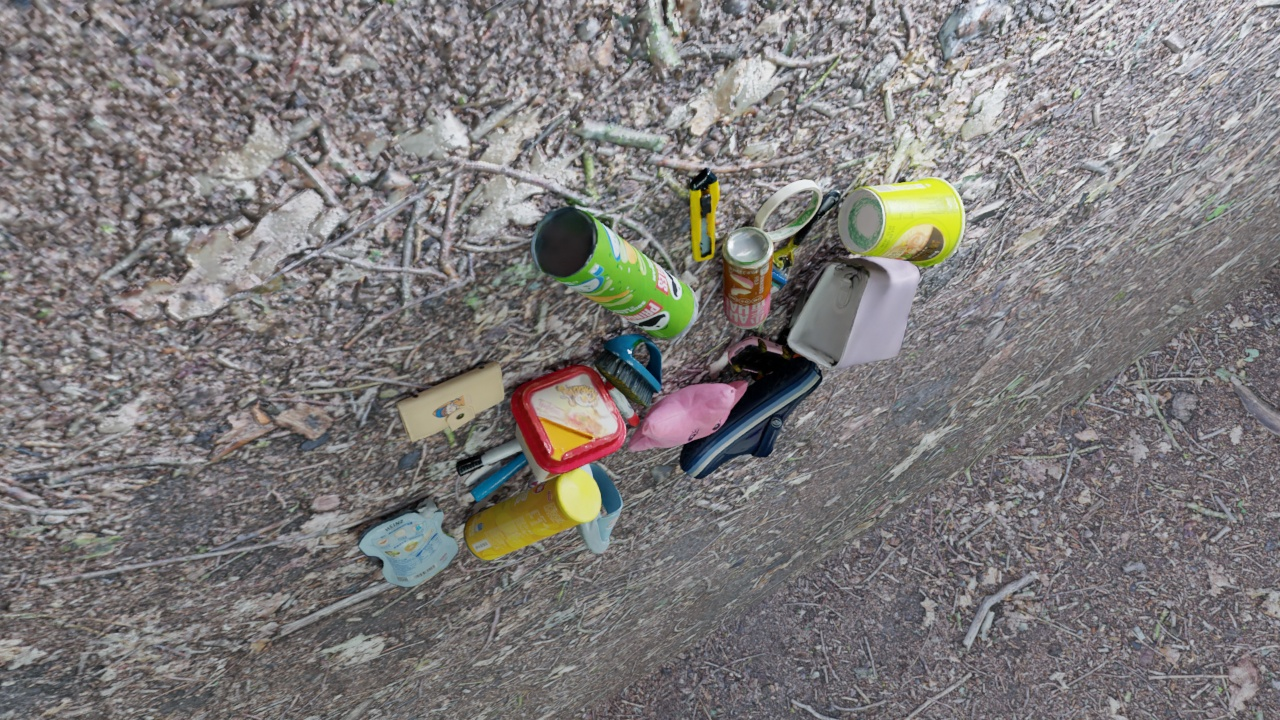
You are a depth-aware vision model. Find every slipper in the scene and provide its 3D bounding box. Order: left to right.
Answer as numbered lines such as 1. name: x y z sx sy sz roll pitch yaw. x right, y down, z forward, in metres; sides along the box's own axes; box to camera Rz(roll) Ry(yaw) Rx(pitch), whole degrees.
1. slipper: -0.072 0.185 1.306 0.074 0.104 0.246 -26 147 -13
2. slipper: 0.171 0.093 1.370 0.253 0.095 0.105 -39 -170 12

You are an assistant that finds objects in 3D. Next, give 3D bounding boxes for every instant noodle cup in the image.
1. instant noodle cup: -0.093 0.083 1.097 0.116 0.116 0.124 -21 163 -24
2. instant noodle cup: 0.310 -0.169 1.120 0.123 0.111 0.112 -5 144 -31

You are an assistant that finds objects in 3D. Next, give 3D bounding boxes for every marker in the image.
1. marker: -0.170 0.112 1.156 0.130 0.018 0.023 -24 144 -17
2. marker: -0.024 0.058 1.228 0.017 0.017 0.145 -32 154 -2

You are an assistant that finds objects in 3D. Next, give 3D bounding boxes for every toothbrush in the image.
1. toothbrush: -0.151 0.166 1.268 0.017 0.016 0.188 -2 145 -32

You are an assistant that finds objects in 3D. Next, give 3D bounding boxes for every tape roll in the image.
1. tape roll: 0.169 -0.170 1.050 0.085 0.014 0.086 -26 153 -14

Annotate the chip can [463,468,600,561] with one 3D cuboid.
1. chip can: -0.147 0.208 1.214 0.214 0.072 0.072 -29 161 38

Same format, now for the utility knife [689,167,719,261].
1. utility knife: 0.069 -0.149 0.972 0.033 0.015 0.157 -26 154 -8

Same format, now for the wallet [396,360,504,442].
1. wallet: -0.204 0.048 1.000 0.115 0.024 0.087 -26 155 -18

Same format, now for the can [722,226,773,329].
1. can: 0.126 -0.095 1.083 0.058 0.058 0.147 -29 154 -9

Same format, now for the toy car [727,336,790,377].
1. toy car: 0.167 -0.008 1.302 0.056 0.037 0.122 -38 152 25

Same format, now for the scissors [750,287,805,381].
1. scissors: 0.208 -0.032 1.328 0.152 0.021 0.234 -34 155 3

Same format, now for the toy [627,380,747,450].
1. toy: 0.069 0.074 1.283 0.194 0.074 0.179 -19 168 -40

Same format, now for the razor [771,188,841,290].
1. razor: 0.194 -0.151 1.107 0.042 0.022 0.143 29 121 -12

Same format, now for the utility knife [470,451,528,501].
1. utility knife: -0.134 0.114 1.199 0.225 0.018 0.034 -37 174 6

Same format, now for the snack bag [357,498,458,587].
1. snack bag: -0.303 0.243 1.212 0.110 0.038 0.191 -21 151 -12

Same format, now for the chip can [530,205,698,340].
1. chip can: -0.020 -0.082 0.926 0.072 0.072 0.236 -39 153 13

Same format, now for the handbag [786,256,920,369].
1. handbag: 0.299 -0.073 1.256 0.196 0.098 0.145 -9 127 -51

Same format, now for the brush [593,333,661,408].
1. brush: -0.007 0.007 1.120 0.073 0.055 0.144 -55 154 -5
